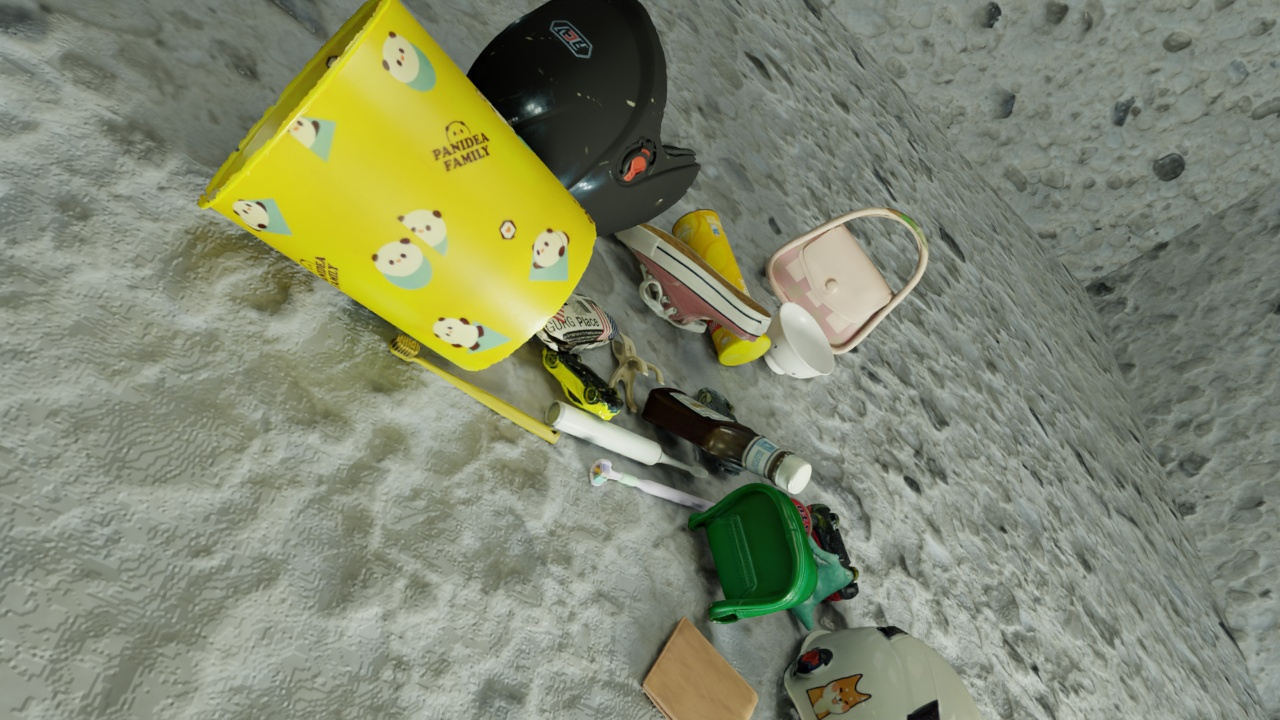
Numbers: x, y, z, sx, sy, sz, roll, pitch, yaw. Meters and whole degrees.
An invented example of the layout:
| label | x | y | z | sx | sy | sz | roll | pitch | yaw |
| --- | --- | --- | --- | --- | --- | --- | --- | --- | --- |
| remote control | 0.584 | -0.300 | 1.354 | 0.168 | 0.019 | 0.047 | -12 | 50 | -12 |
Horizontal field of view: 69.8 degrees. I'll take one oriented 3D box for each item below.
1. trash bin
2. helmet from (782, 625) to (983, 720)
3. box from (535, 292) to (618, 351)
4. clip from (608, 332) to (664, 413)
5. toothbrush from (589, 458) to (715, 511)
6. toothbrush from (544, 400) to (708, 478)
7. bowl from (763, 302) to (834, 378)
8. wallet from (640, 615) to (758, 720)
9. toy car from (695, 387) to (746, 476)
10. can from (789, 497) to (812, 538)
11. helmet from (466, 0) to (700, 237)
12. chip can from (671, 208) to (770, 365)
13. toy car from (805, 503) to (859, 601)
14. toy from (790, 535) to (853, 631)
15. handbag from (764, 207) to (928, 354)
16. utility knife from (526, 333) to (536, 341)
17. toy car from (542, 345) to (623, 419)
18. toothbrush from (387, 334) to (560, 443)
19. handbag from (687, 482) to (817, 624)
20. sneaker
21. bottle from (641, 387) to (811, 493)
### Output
| label | x | y | z | sx | sy | sz | roll | pitch | yaw |
| --- | --- | --- | --- | --- | --- | --- | --- | --- | --- |
| trash bin | -0.190 | -0.136 | 0.778 | 0.255 | 0.230 | 0.229 | 42 | 35 | -29 |
| helmet | 0.269 | 0.383 | 0.935 | 0.230 | 0.157 | 0.273 | 44 | 34 | -16 |
| box | -0.074 | -0.040 | 0.977 | 0.069 | 0.052 | 0.164 | 65 | 23 | 7 |
| clip | -0.003 | 0.004 | 1.017 | 0.035 | 0.095 | 0.101 | 29 | 52 | -33 |
| toothbrush | 0.022 | 0.138 | 0.969 | 0.189 | 0.029 | 0.021 | 24 | 6 | -40 |
| toothbrush | -0.007 | 0.090 | 0.968 | 0.221 | 0.026 | 0.026 | 26 | 83 | -36 |
| bowl | 0.213 | -0.017 | 1.304 | 0.118 | 0.065 | 0.118 | 32 | 39 | -32 |
| wallet | 0.057 | 0.312 | 0.860 | 0.115 | 0.020 | 0.101 | 50 | 34 | -2 |
| toy car | 0.097 | 0.084 | 1.098 | 0.054 | 0.037 | 0.120 | 26 | 33 | -36 |
| can | 0.145 | 0.189 | 1.035 | 0.093 | 0.067 | 0.066 | 1 | 60 | -51 |
| helmet | -0.080 | -0.249 | 0.966 | 0.229 | 0.275 | 0.233 | -24 | 65 | -30 |
| chip can | 0.107 | -0.100 | 1.240 | 0.072 | 0.072 | 0.213 | 12 | 52 | -46 |
| toy car | 0.225 | 0.233 | 1.114 | 0.052 | 0.045 | 0.120 | 11 | 58 | -48 |
| toy | 0.200 | 0.251 | 1.057 | 0.091 | 0.030 | 0.096 | -23 | 66 | -21 |
| handbag | 0.326 | -0.138 | 1.397 | 0.193 | 0.235 | 0.093 | 52 | 32 | -5 |
| utility knife | -0.124 | -0.082 | 0.985 | 0.033 | 0.015 | 0.156 | 35 | 36 | -39 |
| toy car | -0.063 | 0.022 | 0.941 | 0.105 | 0.032 | 0.048 | 43 | 17 | 24 |
| toothbrush | -0.150 | 0.028 | 0.853 | 0.190 | 0.017 | 0.015 | 34 | 41 | -29 |
| handbag | 0.113 | 0.197 | 0.941 | 0.068 | 0.120 | 0.131 | 36 | 34 | -58 |
| sneaker | 0.049 | -0.090 | 1.148 | 0.241 | 0.088 | 0.118 | 40 | 17 | 17 |
| bottle | 0.093 | 0.084 | 0.982 | 0.195 | 0.044 | 0.079 | 27 | 11 | 36 |
